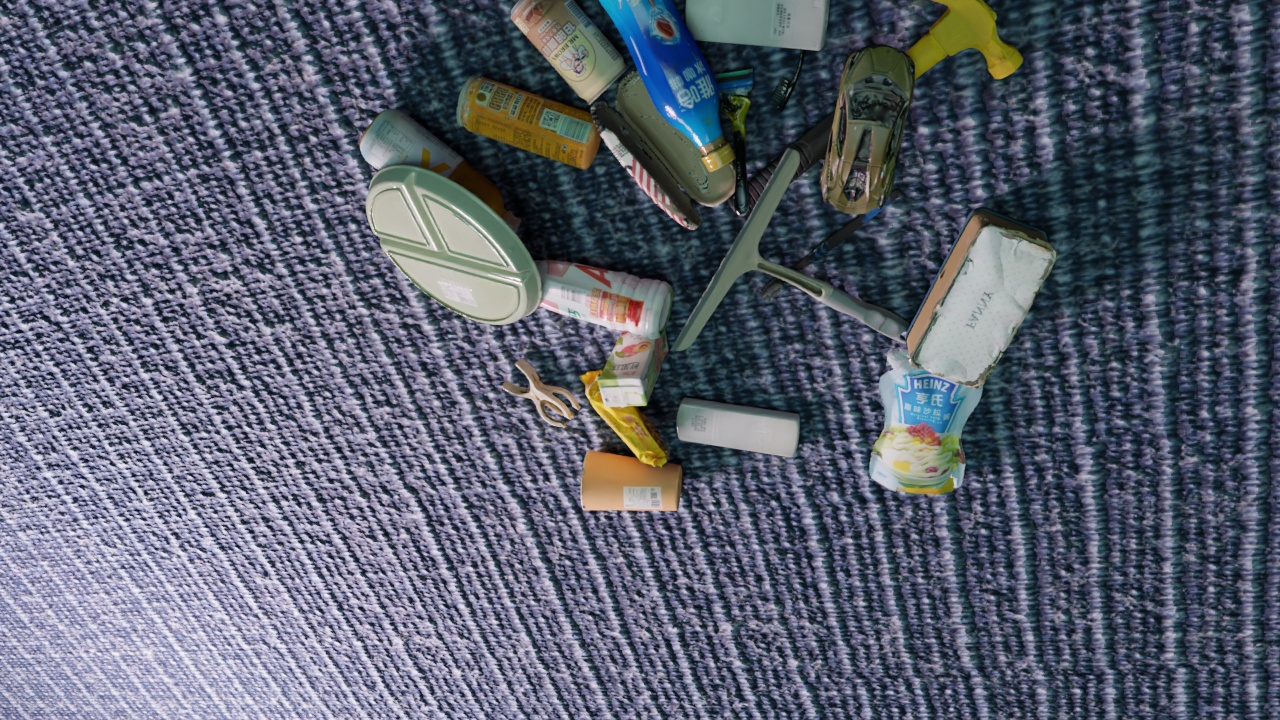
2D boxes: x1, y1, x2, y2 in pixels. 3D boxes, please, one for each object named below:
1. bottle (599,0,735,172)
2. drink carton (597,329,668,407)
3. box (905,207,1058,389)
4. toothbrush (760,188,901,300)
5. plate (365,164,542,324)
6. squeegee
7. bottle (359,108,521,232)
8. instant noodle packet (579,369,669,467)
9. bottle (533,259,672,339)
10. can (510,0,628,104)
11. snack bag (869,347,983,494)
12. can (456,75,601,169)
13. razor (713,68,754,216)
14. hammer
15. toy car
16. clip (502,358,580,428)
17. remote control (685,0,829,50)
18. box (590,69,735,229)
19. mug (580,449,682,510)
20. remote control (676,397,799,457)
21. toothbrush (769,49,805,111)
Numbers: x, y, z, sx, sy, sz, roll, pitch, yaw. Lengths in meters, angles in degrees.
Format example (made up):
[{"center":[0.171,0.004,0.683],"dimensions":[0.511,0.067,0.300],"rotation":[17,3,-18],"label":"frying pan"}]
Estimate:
[{"center":[0.028,-0.284,0.877],"dimensions":[0.065,0.065,0.219],"rotation":[-22,104,27],"label":"bottle"},{"center":[-0.006,0.006,1.051],"dimensions":[0.054,0.122,0.045],"rotation":[-3,122,17],"label":"drink carton"},{"center":[0.344,-0.067,0.931],"dimensions":[0.090,0.062,0.185],"rotation":[23,115,0],"label":"box"},{"center":[0.199,-0.121,0.978],"dimensions":[0.014,0.016,0.190],"rotation":[41,122,-19],"label":"toothbrush"},{"center":[-0.214,-0.121,1.029],"dimensions":[0.230,0.027,0.231],"rotation":[25,150,16],"label":"plate"},{"center":[0.195,-0.073,0.985],"dimensions":[0.246,0.039,0.247],"rotation":[22,116,-15],"label":"squeegee"},{"center":[-0.218,-0.198,1.016],"dimensions":[0.189,0.067,0.068],"rotation":[37,124,-9],"label":"bottle"},{"center":[-0.020,0.067,1.114],"dimensions":[0.044,0.111,0.128],"rotation":[-42,104,-5],"label":"instant noodle packet"},{"center":[-0.064,-0.078,1.052],"dimensions":[0.197,0.068,0.068],"rotation":[14,124,12],"label":"bottle"},{"center":[-0.070,-0.316,0.906],"dimensions":[0.059,0.058,0.116],"rotation":[-35,107,31],"label":"can"},{"center":[0.325,0.067,1.048],"dimensions":[0.110,0.038,0.191],"rotation":[9,122,18],"label":"snack bag"},{"center":[-0.114,-0.249,0.961],"dimensions":[0.146,0.058,0.058],"rotation":[20,124,3],"label":"can"},{"center":[0.099,-0.216,0.919],"dimensions":[0.043,0.022,0.143],"rotation":[-2,95,24],"label":"razor"},{"center":[0.205,-0.240,0.891],"dimensions":[0.129,0.032,0.302],"rotation":[44,122,-13],"label":"hammer"},{"center":[0.212,-0.214,0.862],"dimensions":[0.070,0.042,0.158],"rotation":[9,121,9],"label":"toy car"},{"center":[-0.124,0.042,1.165],"dimensions":[0.100,0.034,0.072],"rotation":[36,125,2],"label":"clip"},{"center":[0.108,-0.326,0.863],"dimensions":[0.135,0.019,0.056],"rotation":[11,123,18],"label":"remote control"},{"center":[0.027,-0.216,0.931],"dimensions":[0.086,0.075,0.162],"rotation":[-41,97,19],"label":"box"},{"center":[-0.010,0.159,1.179],"dimensions":[0.123,0.078,0.078],"rotation":[4,122,9],"label":"mug"},{"center":[0.119,0.081,1.123],"dimensions":[0.150,0.021,0.058],"rotation":[9,123,10],"label":"remote control"},{"center":[0.162,-0.324,0.862],"dimensions":[0.018,0.014,0.190],"rotation":[26,125,10],"label":"toothbrush"}]
